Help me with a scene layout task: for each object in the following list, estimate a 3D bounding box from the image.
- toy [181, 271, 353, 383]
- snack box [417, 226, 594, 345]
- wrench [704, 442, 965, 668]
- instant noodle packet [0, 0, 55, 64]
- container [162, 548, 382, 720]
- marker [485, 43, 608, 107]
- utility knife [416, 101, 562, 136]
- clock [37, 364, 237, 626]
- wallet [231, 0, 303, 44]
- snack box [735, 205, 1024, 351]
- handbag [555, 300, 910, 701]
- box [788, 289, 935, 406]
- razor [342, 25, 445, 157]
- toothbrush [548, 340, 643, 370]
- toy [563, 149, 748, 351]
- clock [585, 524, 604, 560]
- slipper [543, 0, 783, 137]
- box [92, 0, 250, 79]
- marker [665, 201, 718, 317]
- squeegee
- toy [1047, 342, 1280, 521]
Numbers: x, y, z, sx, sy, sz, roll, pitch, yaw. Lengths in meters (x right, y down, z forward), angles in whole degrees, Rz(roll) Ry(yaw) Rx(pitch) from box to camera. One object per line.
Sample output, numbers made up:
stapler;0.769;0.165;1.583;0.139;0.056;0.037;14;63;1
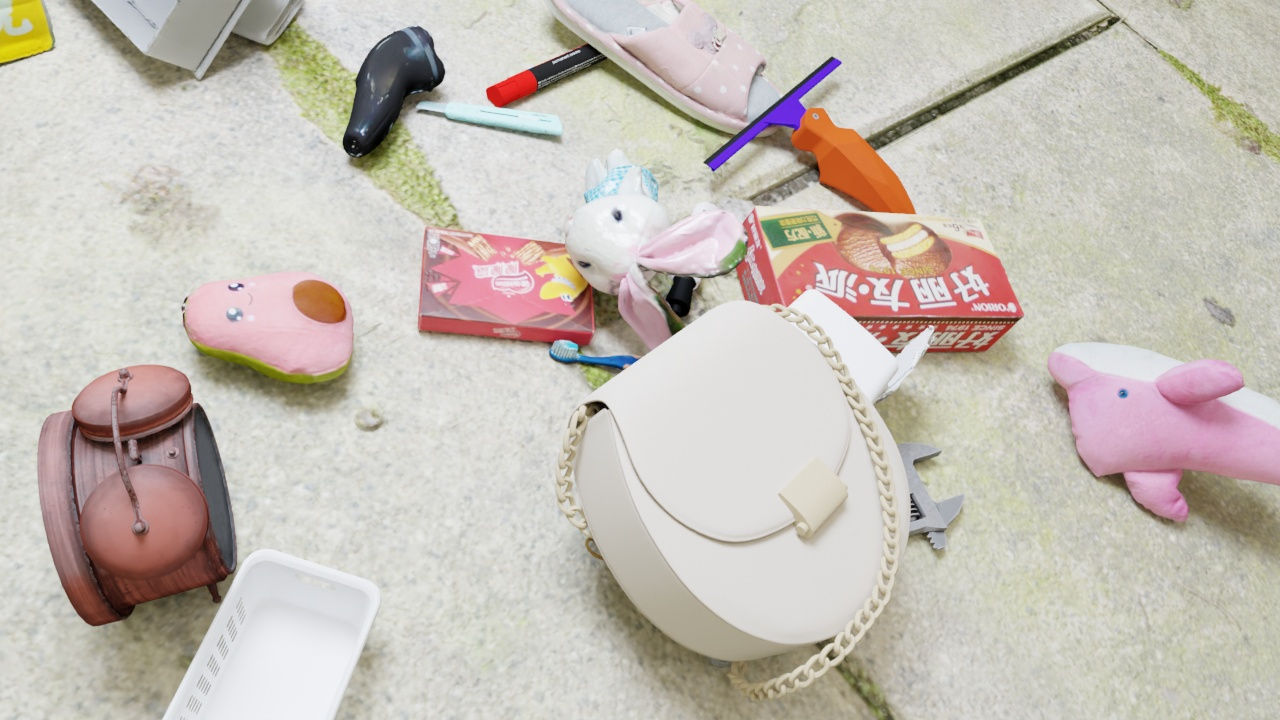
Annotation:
toy;-0.253;-0.023;0.626;0.110;0.051;0.090;1;57;-17
snack box;-0.104;-0.058;0.717;0.133;0.021;0.089;5;56;-16
wrench;0.146;0.140;0.673;0.272;0.018;0.083;-26;69;-30
instant noodle packet;-0.586;-0.308;0.691;0.221;0.084;0.162;42;53;18
container;-0.204;0.180;0.510;0.080;0.050;0.129;20;54;-6
marker;-0.083;-0.274;0.865;0.023;0.021;0.144;26;48;35
utility knife;-0.133;-0.216;0.816;0.129;0.015;0.022;5;58;-11
clock;-0.268;0.071;0.494;0.072;0.158;0.120;-12;63;-19
wallet;-0.361;-0.323;0.801;0.116;0.032;0.086;25;65;-4
snack box;0.205;-0.069;0.803;0.236;0.060;0.113;0;60;-19
handbag;0.067;0.080;0.594;0.210;0.104;0.208;-35;85;-38
box;0.162;-0.001;0.716;0.124;0.109;0.136;42;56;8
razor;-0.209;-0.223;0.773;0.063;0.053;0.140;22;56;-14
toothbrush;-0.004;0.004;0.713;0.135;0.017;0.021;13;54;-10
toy;-0.013;-0.110;0.717;0.105;0.131;0.205;10;37;-32
clock;-0.002;0.078;0.641;0.104;0.056;0.147;30;53;-2
slipper;0.032;-0.310;0.891;0.274;0.055;0.113;28;52;-10
box;-0.345;-0.399;0.645;0.167;0.370;0.149;43;53;12
marker;0.043;-0.085;0.782;0.025;0.025;0.125;22;54;-4
squeegee;0.200;-0.190;0.886;0.185;0.055;0.248;46;55;0
toy;0.465;0.072;0.767;0.266;0.186;0.128;23;90;24
